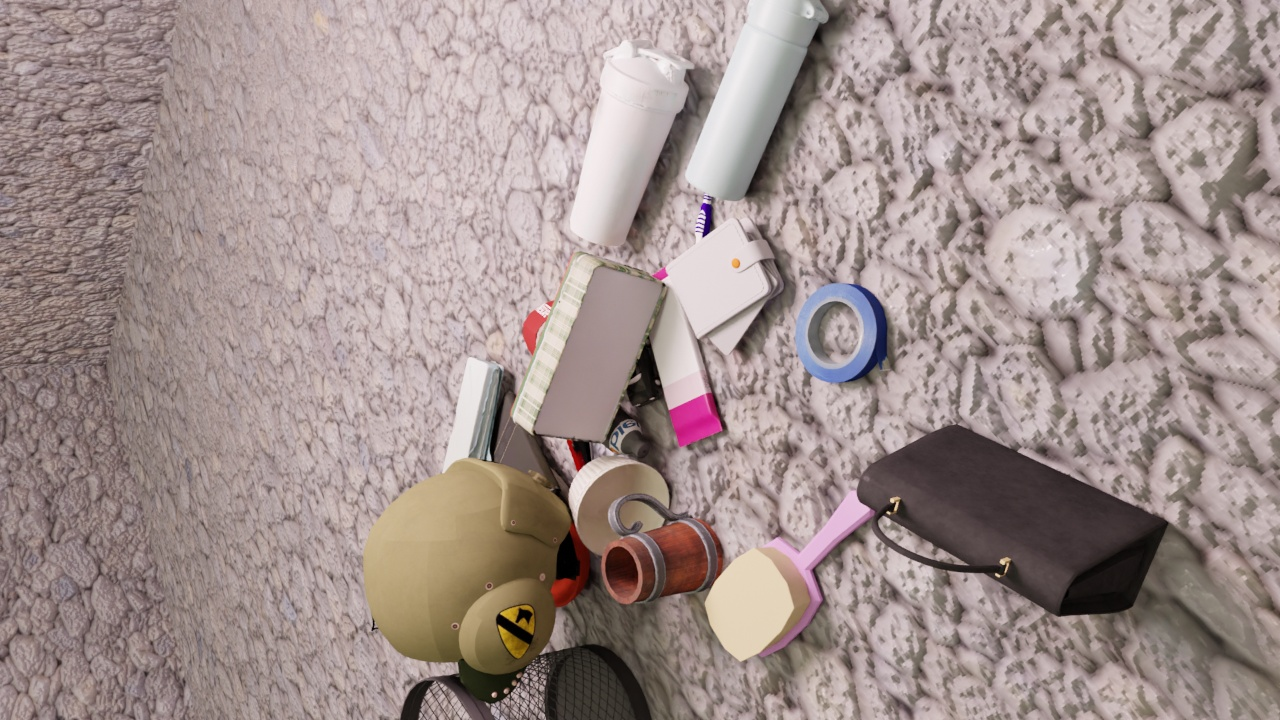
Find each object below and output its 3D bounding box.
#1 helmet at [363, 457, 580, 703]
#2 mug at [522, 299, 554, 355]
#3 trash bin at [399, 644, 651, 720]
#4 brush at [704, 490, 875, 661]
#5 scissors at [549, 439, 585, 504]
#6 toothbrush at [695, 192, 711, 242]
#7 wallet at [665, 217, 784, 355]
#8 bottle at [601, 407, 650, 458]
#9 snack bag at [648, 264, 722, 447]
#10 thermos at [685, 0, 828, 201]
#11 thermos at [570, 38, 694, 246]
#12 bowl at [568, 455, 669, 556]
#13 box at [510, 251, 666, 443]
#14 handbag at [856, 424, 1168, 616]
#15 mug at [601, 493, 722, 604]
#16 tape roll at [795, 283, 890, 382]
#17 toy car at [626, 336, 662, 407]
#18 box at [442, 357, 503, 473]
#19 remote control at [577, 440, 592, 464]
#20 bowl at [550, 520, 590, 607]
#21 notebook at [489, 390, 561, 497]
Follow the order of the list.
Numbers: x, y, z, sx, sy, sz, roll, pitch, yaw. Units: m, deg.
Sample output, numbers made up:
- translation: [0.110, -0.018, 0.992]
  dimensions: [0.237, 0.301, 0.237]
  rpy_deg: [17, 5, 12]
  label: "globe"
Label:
- translation: [-0.176, 0.227, 1.025]
  dimensions: [0.251, 0.255, 0.233]
  rpy_deg: [7, 104, 54]
  label: "helmet"
- translation: [-0.076, -0.035, 1.092]
  dimensions: [0.080, 0.116, 0.096]
  rpy_deg: [64, 170, -16]
  label: "mug"
- translation: [-0.131, 0.456, 1.082]
  dimensions: [0.218, 0.226, 0.218]
  rpy_deg: [4, 95, 48]
  label: "trash bin"
- translation: [0.145, 0.207, 0.896]
  dimensions: [0.089, 0.043, 0.229]
  rpy_deg: [56, 130, 30]
  label: "brush"
- translation: [-0.072, 0.174, 1.147]
  dimensions: [0.180, 0.015, 0.198]
  rpy_deg: [6, 109, 58]
  label: "scissors"
- translation: [0.067, -0.142, 0.984]
  dimensions: [0.015, 0.016, 0.187]
  rpy_deg: [17, 105, 45]
  label: "toothbrush"
- translation: [0.091, -0.072, 0.939]
  dimensions: [0.119, 0.037, 0.115]
  rpy_deg: [-33, 75, 40]
  label: "wallet"
- translation: [-0.031, 0.081, 1.083]
  dimensions: [0.112, 0.046, 0.047]
  rpy_deg: [34, 117, 42]
  label: "bottle"
- translation: [0.041, -0.007, 1.020]
  dimensions: [0.070, 0.016, 0.196]
  rpy_deg: [-28, 71, 43]
  label: "snack bag"
- translation: [0.109, -0.261, 0.891]
  dimensions: [0.078, 0.065, 0.207]
  rpy_deg: [40, 121, 32]
  label: "thermos"
- translation: [-0.020, -0.240, 1.019]
  dimensions: [0.099, 0.099, 0.221]
  rpy_deg: [46, 128, 36]
  label: "thermos"
- translation: [-0.031, 0.159, 1.050]
  dimensions: [0.062, 0.115, 0.115]
  rpy_deg: [33, 117, 58]
  label: "bowl"
- translation: [-0.056, -0.010, 1.008]
  dimensions: [0.050, 0.117, 0.206]
  rpy_deg: [33, 107, 43]
  label: "box"
- translation: [0.243, 0.121, 0.664]
  dimensions: [0.176, 0.195, 0.072]
  rpy_deg: [29, 113, 44]
  label: "handbag"
- translation: [0.018, 0.199, 0.987]
  dimensions: [0.082, 0.111, 0.117]
  rpy_deg: [-25, 73, 46]
  label: "mug"
- translation: [0.186, -0.025, 0.856]
  dimensions: [0.093, 0.016, 0.091]
  rpy_deg: [-15, 81, 48]
  label: "tape roll"
- translation: [-0.006, 0.006, 1.058]
  dimensions: [0.040, 0.037, 0.092]
  rpy_deg: [-27, 72, 46]
  label: "toy car"
- translation: [-0.232, 0.097, 1.279]
  dimensions: [0.083, 0.067, 0.199]
  rpy_deg: [-160, 82, -79]
  label: "box"
- translation: [-0.078, 0.080, 1.163]
  dimensions: [0.028, 0.011, 0.124]
  rpy_deg: [-11, 84, 48]
  label: "remote control"
- translation: [-0.102, 0.253, 1.182]
  dimensions: [0.122, 0.035, 0.122]
  rpy_deg: [4, 95, 48]
  label: "bowl"
- translation: [-0.173, 0.168, 1.234]
  dimensions: [0.170, 0.029, 0.209]
  rpy_deg: [-65, 33, 25]
  label: "notebook"
